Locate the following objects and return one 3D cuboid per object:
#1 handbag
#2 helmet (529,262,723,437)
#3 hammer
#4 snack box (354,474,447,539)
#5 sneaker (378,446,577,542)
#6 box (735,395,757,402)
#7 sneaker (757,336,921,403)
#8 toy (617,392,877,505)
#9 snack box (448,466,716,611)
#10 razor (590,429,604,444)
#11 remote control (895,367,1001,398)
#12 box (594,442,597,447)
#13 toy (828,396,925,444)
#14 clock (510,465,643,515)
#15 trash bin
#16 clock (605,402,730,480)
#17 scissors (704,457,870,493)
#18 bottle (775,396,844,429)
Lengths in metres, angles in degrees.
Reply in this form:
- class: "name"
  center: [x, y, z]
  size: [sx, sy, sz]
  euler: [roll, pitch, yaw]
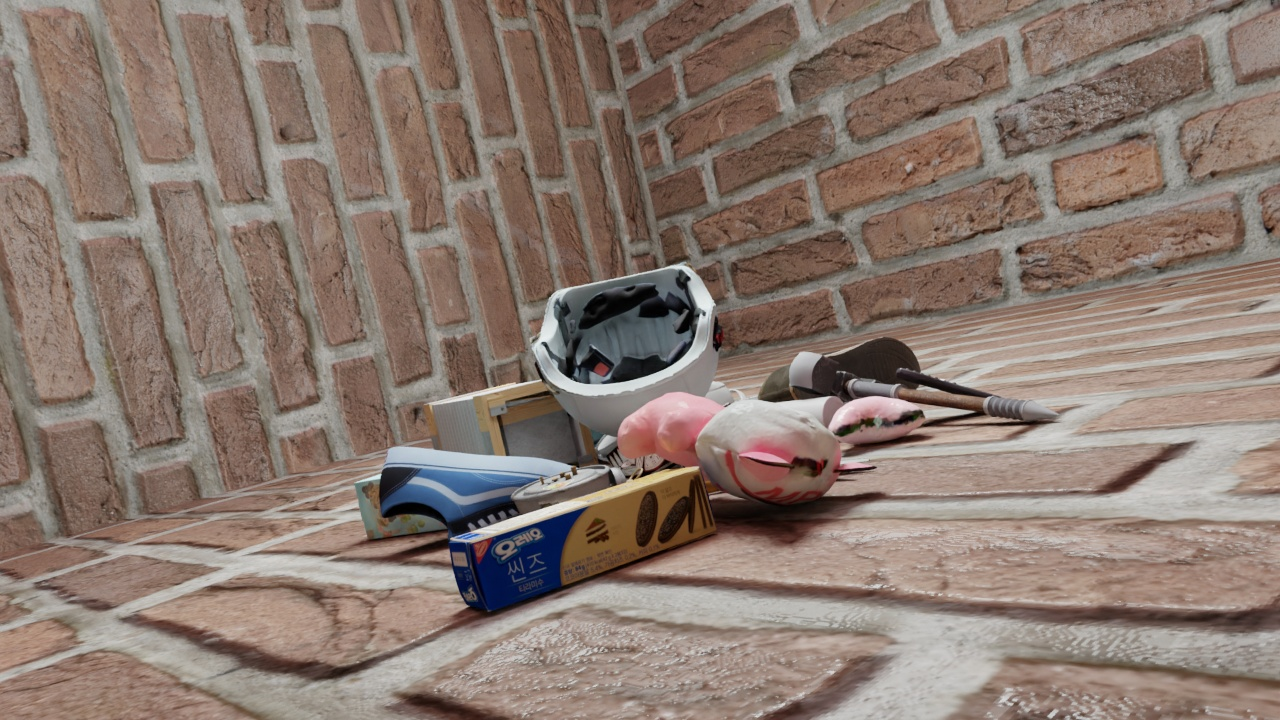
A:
- class: "handbag"
  center: [0.029, 0.107, 1.346]
  size: [0.223, 0.095, 0.215]
  euler: [-28, -9, 39]
- class: "helmet"
  center: [-0.007, 0.007, 1.164]
  size: [0.237, 0.164, 0.263]
  euler: [-15, 35, 4]
- class: "hammer"
  center: [0.318, 0.041, 1.019]
  size: [0.156, 0.043, 0.323]
  euler: [22, -8, -30]
- class: "snack box"
  center: [-0.261, 0.168, 1.113]
  size: [0.175, 0.075, 0.053]
  euler: [-12, 3, 27]
- class: "sneaker"
  center: [-0.166, 0.160, 1.009]
  size: [0.241, 0.098, 0.084]
  euler: [6, -25, -6]
- class: "box"
  center: [0.257, 0.059, 1.438]
  size: [0.209, 0.039, 0.130]
  euler: [-15, 11, -17]
- class: "sneaker"
  center: [0.289, 0.030, 1.320]
  size: [0.234, 0.095, 0.120]
  euler: [-16, -3, -25]
- class: "toy"
  center: [0.086, 0.076, 0.806]
  size: [0.142, 0.084, 0.213]
  euler: [22, -9, -34]
- class: "snack box"
  center: [-0.042, 0.139, 0.726]
  size: [0.206, 0.057, 0.056]
  euler: [-14, -1, -28]
- class: "razor"
  center: [-0.056, 0.098, 1.369]
  size: [0.142, 0.047, 0.052]
  euler: [-28, 11, -33]
- class: "remote control"
  center: [0.353, 0.030, 1.042]
  size: [0.124, 0.009, 0.046]
  euler: [17, -5, 16]
- class: "box"
  center: [-0.135, 0.132, 1.475]
  size: [0.092, 0.048, 0.232]
  euler: [-14, -4, -42]
- class: "toy"
  center: [0.249, 0.065, 0.998]
  size: [0.102, 0.050, 0.093]
  euler: [-9, -2, -1]
- class: "clock"
  center: [-0.065, 0.137, 0.941]
  size: [0.147, 0.056, 0.104]
  euler: [-16, 3, -17]
- class: "trash bin"
  center: [-0.190, 0.110, 1.314]
  size: [0.142, 0.142, 0.247]
  euler: [-14, 2, -31]
- class: "clock"
  center: [0.043, 0.095, 1.034]
  size: [0.154, 0.065, 0.115]
  euler: [-30, -10, -12]
- class: "scissors"
  center: [0.119, 0.115, 0.921]
  size: [0.161, 0.016, 0.226]
  euler: [-14, 2, -30]
- class: "bottle"
  center: [0.162, 0.080, 1.139]
  size: [0.052, 0.052, 0.196]
  euler: [-15, 2, -43]
